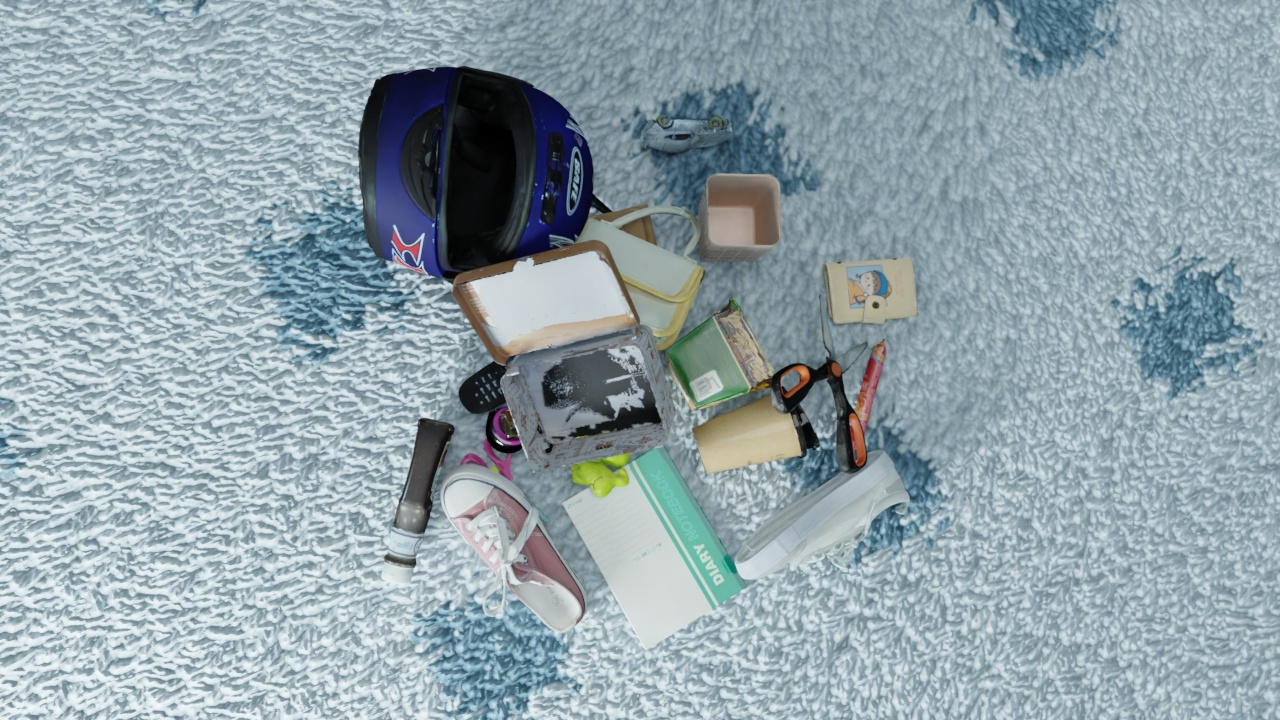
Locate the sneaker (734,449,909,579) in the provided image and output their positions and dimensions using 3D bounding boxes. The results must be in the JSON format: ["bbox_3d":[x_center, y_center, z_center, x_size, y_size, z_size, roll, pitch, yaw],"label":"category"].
[{"bbox_3d":[0.228,0.211,1.129,0.242,0.090,0.091,-32,91,-14],"label":"sneaker"}]

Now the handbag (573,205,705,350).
[{"bbox_3d":[-0.004,-0.120,1.115,0.163,0.063,0.178,24,76,4],"label":"handbag"}]

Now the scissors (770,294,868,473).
[{"bbox_3d":[0.227,0.029,1.119,0.220,0.022,0.234,-5,78,-44],"label":"scissors"}]

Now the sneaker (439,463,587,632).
[{"bbox_3d":[-0.152,0.225,1.084,0.118,0.088,0.241,-39,90,4],"label":"sneaker"}]

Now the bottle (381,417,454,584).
[{"bbox_3d":[-0.267,0.167,1.093,0.044,0.080,0.194,14,85,-6],"label":"bottle"}]

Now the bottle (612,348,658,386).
[{"bbox_3d":[-0.007,0.007,1.141,0.063,0.063,0.108,20,79,-2],"label":"bottle"}]

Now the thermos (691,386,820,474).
[{"bbox_3d":[0.140,0.091,1.134,0.143,0.093,0.093,-18,85,1],"label":"thermos"}]

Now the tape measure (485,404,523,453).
[{"bbox_3d":[-0.161,0.083,1.126,0.057,0.039,0.057,-11,73,-21],"label":"tape measure"}]

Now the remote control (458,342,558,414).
[{"bbox_3d":[-0.163,0.019,1.146,0.136,0.024,0.053,-31,85,-9],"label":"remote control"}]

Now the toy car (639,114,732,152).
[{"bbox_3d":[0.059,-0.291,1.186,0.120,0.054,0.036,-4,81,-6],"label":"toy car"}]

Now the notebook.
[{"bbox_3d":[0.017,0.230,1.143,0.150,0.012,0.209,-30,86,-8],"label":"notebook"}]

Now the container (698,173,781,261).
[{"bbox_3d":[0.119,-0.173,1.148,0.090,0.111,0.090,-1,83,-5],"label":"container"}]

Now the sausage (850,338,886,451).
[{"bbox_3d":[0.292,0.045,1.183,0.020,0.020,0.155,17,82,-2],"label":"sausage"}]

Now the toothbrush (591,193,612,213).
[{"bbox_3d":[-0.084,-0.222,1.181,0.212,0.026,0.027,39,88,-3],"label":"toothbrush"}]

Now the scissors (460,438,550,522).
[{"bbox_3d":[-0.155,0.151,1.138,0.137,0.017,0.073,41,73,-3],"label":"scissors"}]

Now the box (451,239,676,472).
[{"bbox_3d":[-0.079,-0.009,1.031,0.179,0.110,0.260,-13,110,15],"label":"box"}]

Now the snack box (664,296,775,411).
[{"bbox_3d":[0.092,0.004,1.125,0.105,0.117,0.118,-29,83,-3],"label":"snack box"}]

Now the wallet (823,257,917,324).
[{"bbox_3d":[0.301,-0.089,1.199,0.115,0.024,0.087,-4,79,-6],"label":"wallet"}]

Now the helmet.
[{"bbox_3d":[-0.171,-0.203,1.025,0.240,0.315,0.247,3,94,-8],"label":"helmet"}]

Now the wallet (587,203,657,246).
[{"bbox_3d":[-0.019,-0.134,1.165,0.090,0.033,0.115,-13,91,-3],"label":"wallet"}]

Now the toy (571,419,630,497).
[{"bbox_3d":[-0.047,0.114,1.138,0.097,0.031,0.100,32,78,9],"label":"toy"}]
